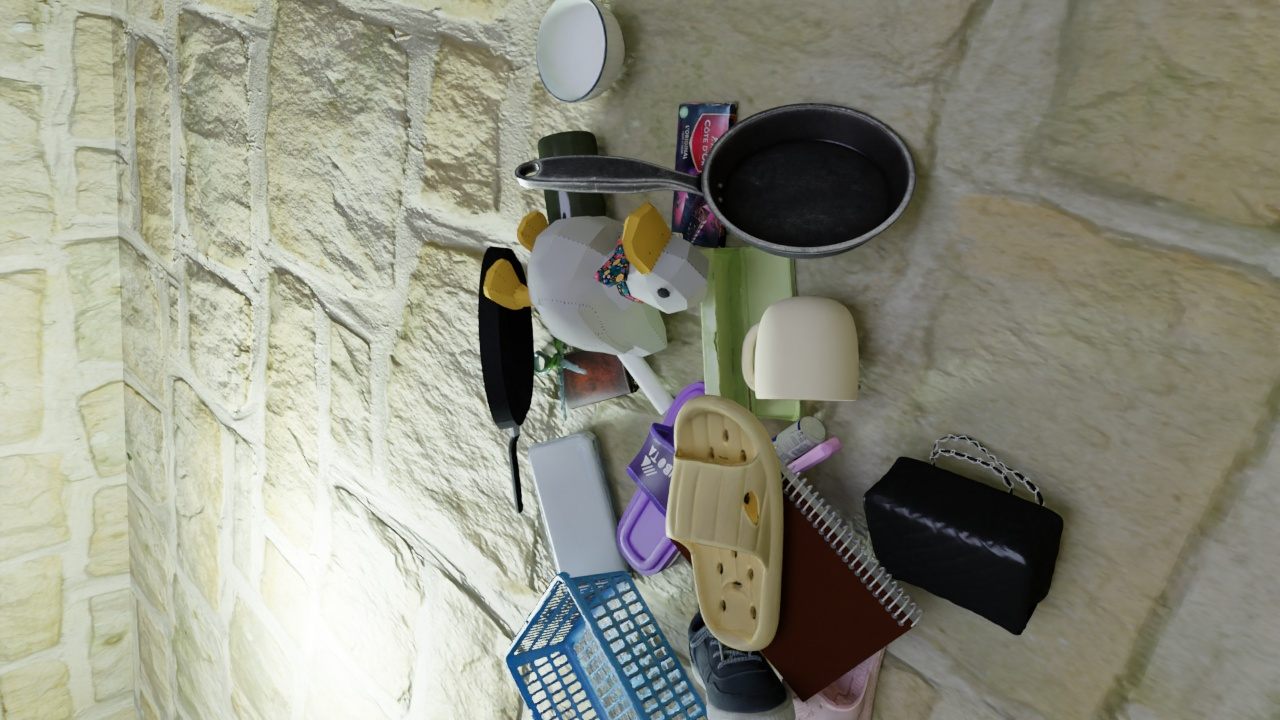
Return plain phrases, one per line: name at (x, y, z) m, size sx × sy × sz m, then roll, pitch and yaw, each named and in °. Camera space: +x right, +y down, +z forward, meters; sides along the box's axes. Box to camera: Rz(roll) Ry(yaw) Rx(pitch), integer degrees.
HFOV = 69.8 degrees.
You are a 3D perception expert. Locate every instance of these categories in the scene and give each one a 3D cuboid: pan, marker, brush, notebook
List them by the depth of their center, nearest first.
pan at (0.065, -0.162, 0.833) m, size 0.055 × 0.357 × 0.186 m, roll 78°, pitch -167°, yaw -54°
notebook at (0.143, 0.206, 0.891) m, size 0.209 × 0.022 × 0.172 m, roll 49°, pitch 126°, yaw 14°
brush at (0.129, 0.150, 0.951) m, size 0.229 × 0.089 × 0.043 m, roll -42°, pitch 74°, yaw 41°
marker at (-0.006, 0.006, 1.086) m, size 0.027 × 0.023 × 0.133 m, roll -40°, pitch 78°, yaw 18°
pan at (-0.159, 0.033, 1.156) m, size 0.034 × 0.225 × 0.357 m, roll -3°, pitch 110°, yaw 2°

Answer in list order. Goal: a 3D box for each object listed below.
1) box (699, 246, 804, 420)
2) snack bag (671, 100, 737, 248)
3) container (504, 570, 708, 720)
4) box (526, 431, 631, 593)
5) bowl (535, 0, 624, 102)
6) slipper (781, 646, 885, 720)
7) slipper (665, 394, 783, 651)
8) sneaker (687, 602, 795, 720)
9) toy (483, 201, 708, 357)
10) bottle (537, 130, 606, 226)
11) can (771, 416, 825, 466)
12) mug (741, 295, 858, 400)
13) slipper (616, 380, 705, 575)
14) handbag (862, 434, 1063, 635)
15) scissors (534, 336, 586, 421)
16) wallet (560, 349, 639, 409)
box at (0.105, -0.026, 0.947) m, size 0.092 × 0.083 × 0.188 m, roll -1°, pitch 97°, yaw 49°
snack bag at (0.067, -0.200, 0.992) m, size 0.075 × 0.018 × 0.155 m, roll 15°, pitch 107°, yaw 43°
container at (-0.043, 0.409, 1.115) m, size 0.257 × 0.089 × 0.363 m, roll 58°, pitch 148°, yaw 19°
box at (-0.079, 0.197, 1.173) m, size 0.123 × 0.083 × 0.215 m, roll -21°, pitch 83°, yaw 48°
bowl at (-0.059, -0.355, 1.053) m, size 0.118 × 0.062 × 0.118 m, roll 12°, pitch 107°, yaw 43°
slipper at (0.192, 0.324, 0.941) m, size 0.094 × 0.064 × 0.240 m, roll 25°, pitch 114°, yaw 39°
slipper at (0.077, 0.165, 0.867) m, size 0.111 × 0.079 × 0.261 m, roll 2°, pitch 106°, yaw 34°
sneaker at (0.099, 0.317, 0.965) m, size 0.235 × 0.089 × 0.087 m, roll -165°, pitch 68°, yaw -80°
toy at (-0.032, -0.082, 0.974) m, size 0.268 × 0.247 × 0.140 m, roll 14°, pitch 64°, yaw 33°
bottle at (-0.075, -0.166, 1.100) m, size 0.072 × 0.071 × 0.207 m, roll -4°, pitch 95°, yaw 45°
can at (0.151, 0.092, 0.956) m, size 0.095 × 0.032 × 0.032 m, roll -42°, pitch 69°, yaw 41°
mug at (0.151, -0.012, 0.889) m, size 0.120 × 0.096 × 0.099 m, roll -1°, pitch 87°, yaw 38°
slipper at (0.025, 0.150, 1.056) m, size 0.107 × 0.083 × 0.267 m, roll 45°, pitch 126°, yaw 29°
handbag at (0.291, 0.154, 0.813) m, size 0.154 × 0.114 × 0.125 m, roll 18°, pitch 134°, yaw 38°
scissors at (-0.106, 0.004, 1.173) m, size 0.160 × 0.024 × 0.171 m, roll -39°, pitch 48°, yaw 47°
wallet at (-0.056, 0.017, 1.153) m, size 0.123 × 0.019 × 0.072 m, roll -15°, pitch 87°, yaw 45°
